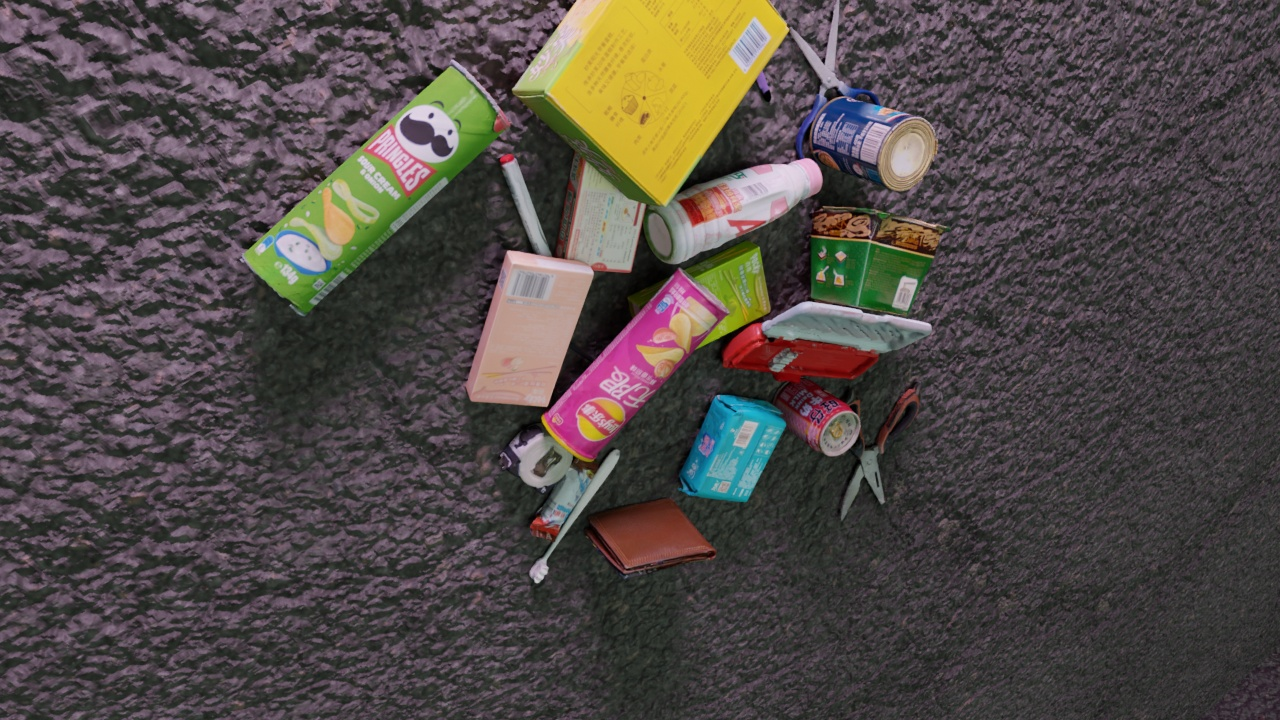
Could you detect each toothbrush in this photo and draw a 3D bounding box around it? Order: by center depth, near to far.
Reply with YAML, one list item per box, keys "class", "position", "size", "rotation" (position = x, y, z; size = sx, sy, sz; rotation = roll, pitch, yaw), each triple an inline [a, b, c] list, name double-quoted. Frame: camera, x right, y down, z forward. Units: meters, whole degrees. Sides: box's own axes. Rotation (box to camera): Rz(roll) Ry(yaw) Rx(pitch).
- class: "toothbrush"
  position: [0.094, -0.327, 0.881]
  size: [0.014, 0.017, 0.189]
  rotation: [-39, 129, -8]
- class: "toothbrush"
  position: [-0.080, -0.025, 0.931]
  size: [0.018, 0.015, 0.181]
  rotation: [-42, 130, 18]
- class: "toothbrush"
  position: [-0.073, 0.176, 1.038]
  size: [0.016, 0.016, 0.180]
  rotation: [29, 97, -40]

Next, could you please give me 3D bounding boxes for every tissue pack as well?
- class: "tissue pack"
  position: [0.107, 0.108, 1.091]
  size: [0.093, 0.050, 0.133]
  rotation: [14, 106, -37]

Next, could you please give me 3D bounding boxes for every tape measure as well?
- class: "tape measure"
  position: [-0.106, 0.101, 0.969]
  size: [0.066, 0.033, 0.065]
  rotation: [-50, 130, 1]

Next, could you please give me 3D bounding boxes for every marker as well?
- class: "marker"
  position: [-0.102, -0.126, 0.865]
  size: [0.017, 0.017, 0.145]
  rotation: [-29, 125, -16]

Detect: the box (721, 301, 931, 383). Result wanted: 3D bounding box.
- class: "box"
  position: [0.210, -0.023, 1.041]
  size: [0.200, 0.039, 0.159]
  rotation: [6, 150, -33]

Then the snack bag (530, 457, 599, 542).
- class: "snack bag"
  position: [-0.083, 0.152, 1.014]
  size: [0.104, 0.026, 0.048]
  rotation: [-55, 140, 5]

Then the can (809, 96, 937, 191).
- class: "can"
  position: [0.238, -0.223, 0.943]
  size: [0.075, 0.111, 0.075]
  rotation: [-14, 121, -25]

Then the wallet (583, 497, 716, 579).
- class: "wallet"
  position: [0.011, 0.204, 1.050]
  size: [0.124, 0.101, 0.032]
  rotation: [-6, 119, -29]

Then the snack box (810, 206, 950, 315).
- class: "snack box"
  position: [0.254, -0.107, 1.012]
  size: [0.118, 0.118, 0.105]
  rotation: [6, 97, -29]

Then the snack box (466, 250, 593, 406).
- class: "snack box"
  position: [-0.108, -0.027, 0.886]
  size: [0.084, 0.026, 0.158]
  rotation: [6, 121, -29]

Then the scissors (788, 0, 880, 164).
- class: "scissors"
  position: [0.201, -0.283, 0.970]
  size: [0.162, 0.012, 0.174]
  rotation: [11, 107, -34]

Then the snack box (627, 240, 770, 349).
- class: "snack box"
  position: [0.066, -0.060, 0.994]
  size: [0.156, 0.026, 0.086]
  rotation: [-27, 125, -16]

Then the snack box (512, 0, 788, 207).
- class: "snack box"
  position: [0.012, -0.265, 0.805]
  size: [0.157, 0.070, 0.210]
  rotation: [38, 84, -34]

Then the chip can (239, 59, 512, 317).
- class: "chip can"
  position: [-0.215, -0.140, 0.755]
  size: [0.236, 0.072, 0.072]
  rotation: [-44, 128, -4]

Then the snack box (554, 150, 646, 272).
- class: "snack box"
  position: [-0.031, -0.163, 0.882]
  size: [0.077, 0.027, 0.156]
  rotation: [1, 113, -31]

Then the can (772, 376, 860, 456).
- class: "can"
  position: [0.211, 0.068, 1.104]
  size: [0.066, 0.094, 0.067]
  rotation: [-14, 121, -25]

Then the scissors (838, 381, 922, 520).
- class: "scissors"
  position: [0.309, 0.118, 1.239]
  size: [0.188, 0.015, 0.225]
  rotation: [22, 101, -37]

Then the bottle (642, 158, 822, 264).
- class: "bottle"
  position: [0.099, -0.160, 0.941]
  size: [0.196, 0.068, 0.068]
  rotation: [-24, 124, -24]

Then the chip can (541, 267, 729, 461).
- class: "chip can"
  position: [-0.006, 0.005, 0.930]
  size: [0.211, 0.071, 0.071]
  rotation: [-47, 129, 10]
